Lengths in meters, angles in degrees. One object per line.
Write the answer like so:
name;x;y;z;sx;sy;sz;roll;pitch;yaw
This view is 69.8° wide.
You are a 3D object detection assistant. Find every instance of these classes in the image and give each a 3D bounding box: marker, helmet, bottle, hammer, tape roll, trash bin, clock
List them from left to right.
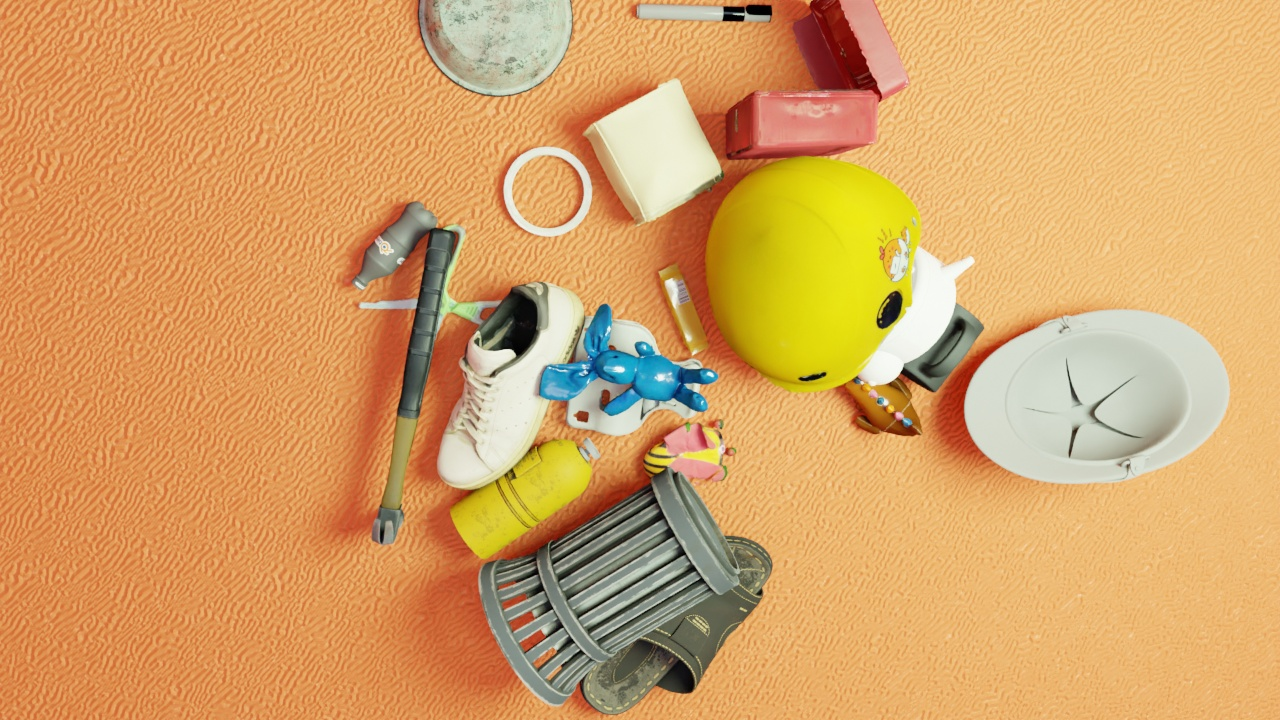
bottle;-0.258;-0.117;0.952;0.036;0.036;0.110;43;93;-10
hammer;-0.233;0.029;0.942;0.025;0.118;0.333;11;96;-9
bottle;-0.118;0.139;0.989;0.164;0.071;0.071;-34;100;1
tape roll;-0.098;-0.178;0.969;0.093;0.013;0.093;-1;99;-5
trash bin;-0.026;0.225;0.953;0.227;0.164;0.164;-32;100;5
marker;0.066;-0.361;0.954;0.140;0.016;0.016;0;99;-5
helmet;0.148;-0.088;0.896;0.209;0.139;0.240;15;95;34
clock;0.255;-0.061;0.958;0.072;0.125;0.161;26;102;-29
helmet;0.486;0.054;1.014;0.271;0.118;0.183;-16;69;3

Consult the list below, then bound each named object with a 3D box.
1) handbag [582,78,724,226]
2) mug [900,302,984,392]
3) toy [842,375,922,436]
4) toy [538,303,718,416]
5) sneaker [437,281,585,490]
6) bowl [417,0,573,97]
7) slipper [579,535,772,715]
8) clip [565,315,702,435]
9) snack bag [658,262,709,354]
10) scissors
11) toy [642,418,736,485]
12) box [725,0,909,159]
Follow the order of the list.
handbag;0.016;-0.210;0.945;0.111;0.081;0.119;-31;99;-7
mug;0.316;-0.019;0.982;0.078;0.113;0.088;35;94;-11
toy;0.263;0.046;0.995;0.090;0.103;0.070;40;94;-17
toy;-0.006;0.005;0.928;0.176;0.071;0.112;13;88;14
sneaker;-0.148;0.024;0.941;0.089;0.102;0.241;30;92;27
bowl;-0.146;-0.349;0.924;0.157;0.038;0.157;-1;99;-5
slipper;0.040;0.302;1.027;0.268;0.075;0.113;-44;101;2
clip;-0.005;0.021;0.991;0.143;0.072;0.125;7;101;1
snack bag;0.047;-0.056;0.999;0.026;0.020;0.099;-25;101;-9
scissors;-0.209;-0.059;0.978;0.174;0.022;0.171;16;100;-13
toy;0.053;0.106;1.015;0.103;0.046;0.084;-24;122;1
box;0.158;-0.260;0.909;0.168;0.157;0.154;-33;98;-1
